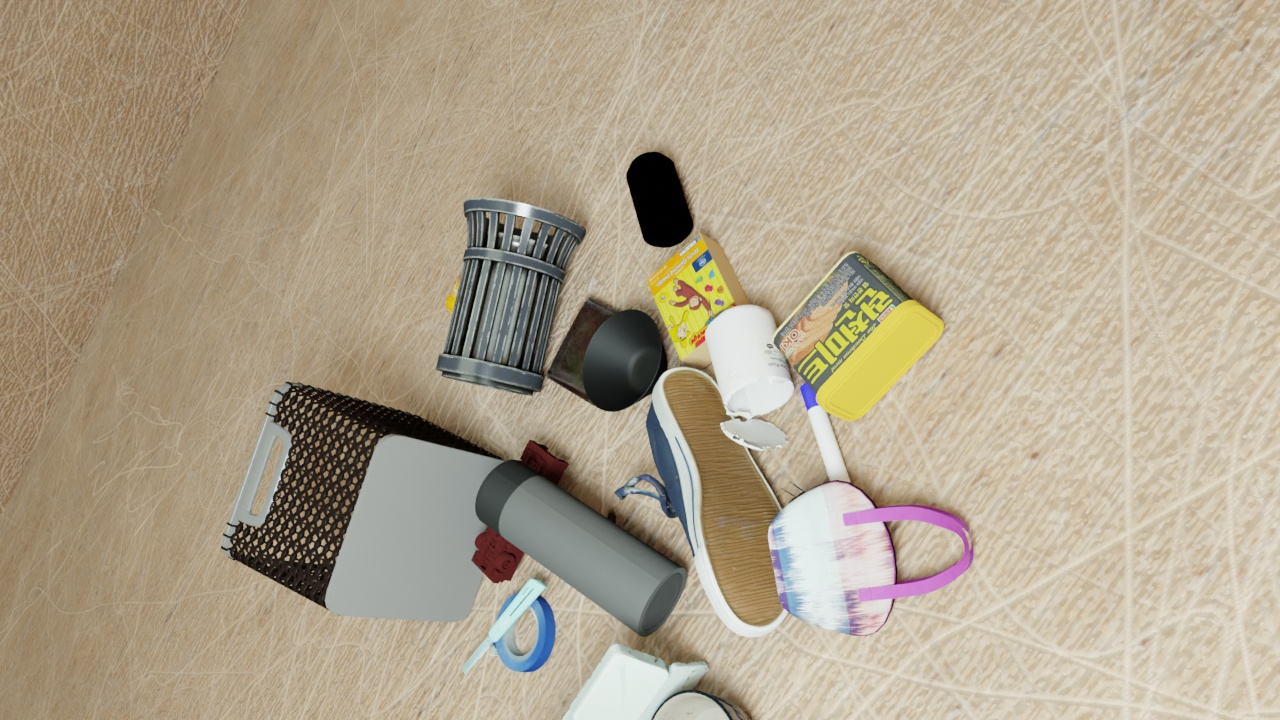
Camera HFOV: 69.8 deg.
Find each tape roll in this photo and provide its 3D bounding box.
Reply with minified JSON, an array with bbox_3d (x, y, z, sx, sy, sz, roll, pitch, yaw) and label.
[{"bbox_3d":[-0.141,0.330,1.115,0.093,0.016,0.091,7,80,44],"label":"tape roll"}]

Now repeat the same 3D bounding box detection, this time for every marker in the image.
[{"bbox_3d":[0.185,0.086,0.903,0.020,0.020,0.141,-32,55,30],"label":"marker"}]

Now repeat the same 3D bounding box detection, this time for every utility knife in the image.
[{"bbox_3d":[-0.170,0.326,1.121,0.022,0.015,0.169,42,108,11],"label":"utility knife"}]

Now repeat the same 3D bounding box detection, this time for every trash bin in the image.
[{"bbox_3d":[-0.176,-0.077,1.205,0.164,0.164,0.227,7,83,44],"label":"trash bin"}]

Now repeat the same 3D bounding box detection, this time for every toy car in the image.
[{"bbox_3d":[-0.143,0.189,1.138,0.070,0.061,0.170,30,96,45],"label":"toy car"}]

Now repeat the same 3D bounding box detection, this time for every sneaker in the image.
[{"bbox_3d":[0.061,0.157,0.952,0.128,0.120,0.294,115,145,-46],"label":"sneaker"}]

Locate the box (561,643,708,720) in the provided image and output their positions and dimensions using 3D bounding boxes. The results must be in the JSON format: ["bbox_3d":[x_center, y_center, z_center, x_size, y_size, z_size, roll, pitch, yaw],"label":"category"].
[{"bbox_3d":[-0.026,0.372,0.907,0.197,0.136,0.043,-56,36,12],"label":"box"}]

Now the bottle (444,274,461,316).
[{"bbox_3d":[-0.237,-0.106,1.336,0.063,0.063,0.109,42,105,43],"label":"bottle"}]

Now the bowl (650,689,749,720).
[{"bbox_3d":[0.066,0.376,0.875,0.116,0.059,0.115,-17,63,38],"label":"bowl"}]

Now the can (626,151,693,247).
[{"bbox_3d":[0.022,-0.198,1.128,0.063,0.063,0.114,-34,54,29],"label":"can"}]

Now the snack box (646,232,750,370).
[{"bbox_3d":[0.070,-0.068,1.052,0.088,0.040,0.125,-40,51,25],"label":"snack box"}]

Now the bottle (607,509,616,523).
[{"bbox_3d":[-0.030,0.223,1.047,0.025,0.025,0.106,-23,60,35],"label":"bottle"}]

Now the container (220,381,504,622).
[{"bbox_3d":[-0.349,0.191,1.205,0.244,0.245,0.247,14,84,41],"label":"container"}]

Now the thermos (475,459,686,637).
[{"bbox_3d":[-0.070,0.200,1.006,0.240,0.082,0.082,28,94,28],"label":"thermos"}]

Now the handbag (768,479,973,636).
[{"bbox_3d":[0.208,0.171,0.820,0.170,0.068,0.144,-14,81,30],"label":"handbag"}]

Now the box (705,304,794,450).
[{"bbox_3d":[0.116,0.026,0.947,0.092,0.081,0.160,-47,42,39],"label":"box"}]

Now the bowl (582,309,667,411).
[{"bbox_3d":[-0.007,0.006,1.086,0.124,0.052,0.124,-17,63,38],"label":"bowl"}]

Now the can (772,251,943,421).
[{"bbox_3d":[0.206,-0.025,0.889,0.131,0.072,0.101,-50,45,17],"label":"can"}]

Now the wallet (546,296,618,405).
[{"bbox_3d":[-0.060,-0.012,1.162,0.099,0.031,0.120,28,92,42],"label":"wallet"}]
